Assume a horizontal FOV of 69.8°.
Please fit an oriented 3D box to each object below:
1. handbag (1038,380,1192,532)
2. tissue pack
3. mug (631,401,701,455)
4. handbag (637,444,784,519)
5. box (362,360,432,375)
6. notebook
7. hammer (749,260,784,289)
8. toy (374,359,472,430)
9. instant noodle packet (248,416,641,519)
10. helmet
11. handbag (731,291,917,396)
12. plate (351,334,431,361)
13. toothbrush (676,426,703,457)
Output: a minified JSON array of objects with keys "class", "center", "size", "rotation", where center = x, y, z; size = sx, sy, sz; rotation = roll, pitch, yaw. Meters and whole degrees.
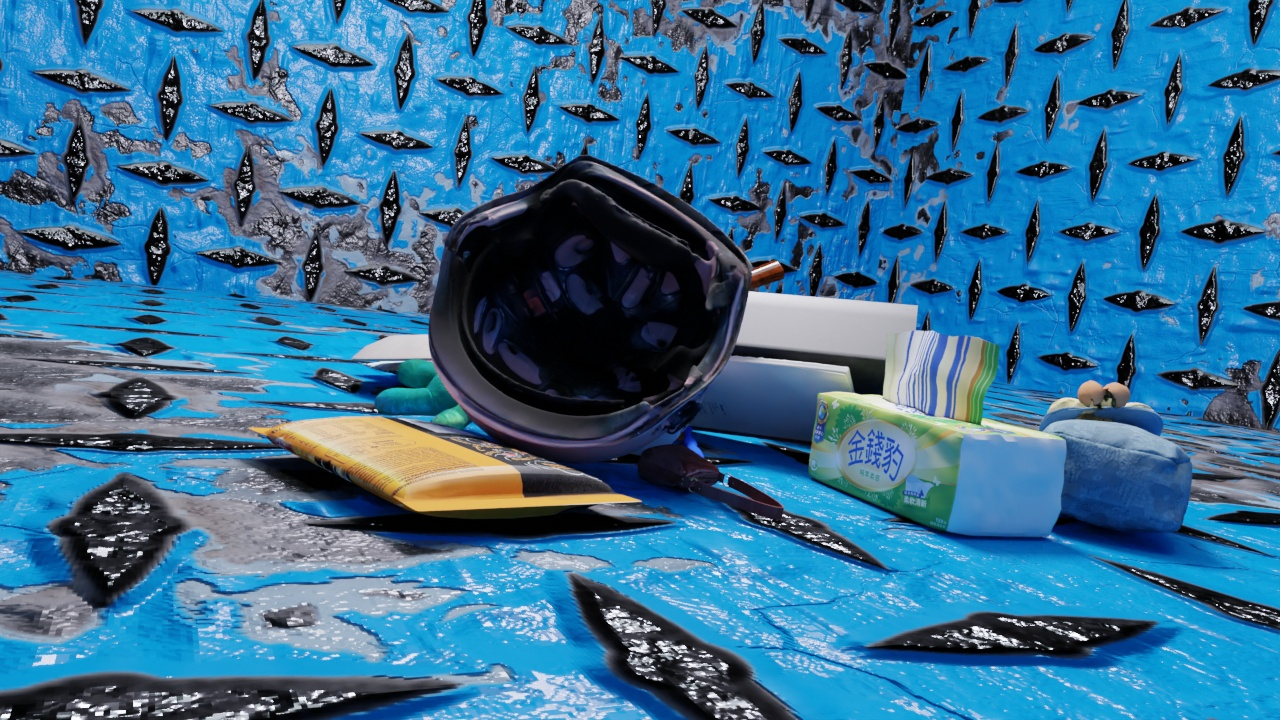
[{"class":"handbag","center":[0.387,0.077,0.769],"size":[0.122,0.118,0.191],"rotation":[9,-1,23]},{"class":"tissue pack","center":[0.233,0.047,0.737],"size":[0.120,0.141,0.198],"rotation":[5,5,-29]},{"class":"mug","center":[-0.003,0.039,0.850],"size":[0.105,0.073,0.089],"rotation":[8,11,13]},{"class":"handbag","center":[0.056,0.092,0.670],"size":[0.055,0.029,0.120],"rotation":[0,14,-45]},{"class":"box","center":[-0.228,0.018,1.096],"size":[0.231,0.035,0.159],"rotation":[10,8,35]},{"class":"notebook","center":[0.112,0.040,0.911],"size":[0.209,0.012,0.153],"rotation":[6,-31,25]},{"class":"hammer","center":[0.041,-0.066,1.131],"size":[0.300,0.028,0.111],"rotation":[-20,38,-14]},{"class":"toy","center":[-0.139,0.035,0.820],"size":[0.193,0.072,0.130],"rotation":[5,42,17]},{"class":"instant noodle packet","center":[-0.132,0.067,0.595],"size":[0.159,0.032,0.221],"rotation":[6,4,-45]},{"class":"helmet","center":[-0.046,-0.023,0.727],"size":[0.230,0.254,0.153],"rotation":[30,-30,8]},{"class":"handbag","center":[0.179,0.029,0.929],"size":[0.176,0.072,0.196],"rotation":[6,-39,15]},{"class":"plate","center":[-0.225,-0.015,1.027],"size":[0.189,0.027,0.188],"rotation":[-1,1,0]},{"class":"toothbrush","center":[0.046,0.082,0.848],"size":[0.016,0.018,0.182],"rotation":[7,7,-2]}]
